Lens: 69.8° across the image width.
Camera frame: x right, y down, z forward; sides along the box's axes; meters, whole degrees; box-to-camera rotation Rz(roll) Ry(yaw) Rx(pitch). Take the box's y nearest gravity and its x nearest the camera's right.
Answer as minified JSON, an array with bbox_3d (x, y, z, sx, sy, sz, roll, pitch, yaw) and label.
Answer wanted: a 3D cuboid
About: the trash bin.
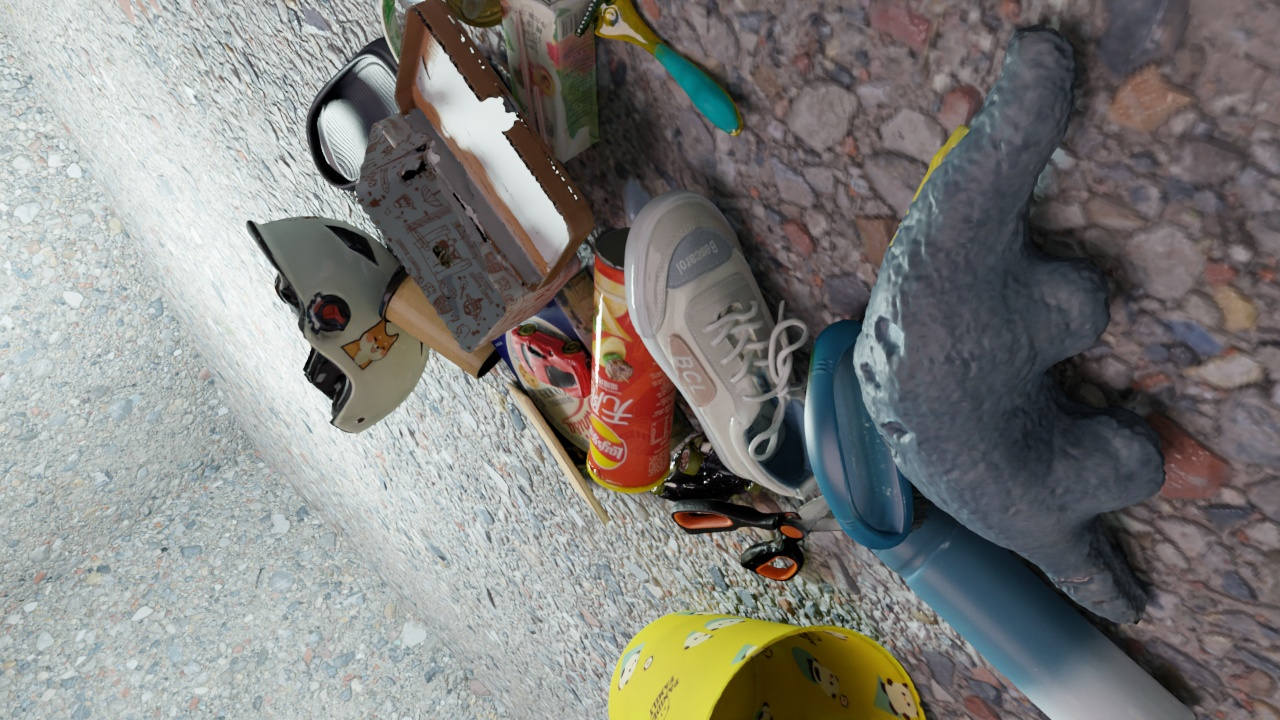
[{"bbox_3d":[0.100,0.349,0.873,0.229,0.229,0.256,56,158,-9],"label":"trash bin"}]

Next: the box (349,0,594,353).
[{"bbox_3d":[-0.119,-0.124,0.675,0.177,0.082,0.261,54,153,1],"label":"box"}]

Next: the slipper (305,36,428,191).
[{"bbox_3d":[-0.282,-0.224,0.885,0.269,0.083,0.111,-12,112,58],"label":"slipper"}]

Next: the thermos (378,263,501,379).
[{"bbox_3d":[-0.211,-0.048,0.991,0.143,0.092,0.093,39,151,5],"label":"thermos"}]

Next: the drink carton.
[{"bbox_3d":[-0.061,-0.198,0.621,0.053,0.045,0.123,36,150,24],"label":"drink carton"}]

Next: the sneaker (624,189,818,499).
[{"bbox_3d":[0.065,0.001,0.621,0.091,0.089,0.242,37,157,57],"label":"sneaker"}]

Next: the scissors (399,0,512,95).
[{"bbox_3d":[-0.160,-0.254,0.738,0.159,0.014,0.181,32,146,33],"label":"scissors"}]

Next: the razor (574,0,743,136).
[{"bbox_3d":[0.016,-0.178,0.549,0.132,0.028,0.043,45,121,16],"label":"razor"}]

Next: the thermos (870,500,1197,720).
[{"bbox_3d":[0.243,0.168,0.594,0.220,0.070,0.070,43,152,16],"label":"thermos"}]

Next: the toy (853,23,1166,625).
[{"bbox_3d":[0.187,0.016,0.478,0.138,0.091,0.356,-11,120,29],"label":"toy"}]

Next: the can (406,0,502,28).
[{"bbox_3d":[-0.135,-0.273,0.611,0.111,0.075,0.075,31,147,34],"label":"can"}]

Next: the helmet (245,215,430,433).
[{"bbox_3d":[-0.339,-0.058,1.090,0.230,0.156,0.274,26,135,59],"label":"helmet"}]

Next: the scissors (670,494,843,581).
[{"bbox_3d":[0.124,0.143,0.771,0.225,0.021,0.204,3,143,35],"label":"scissors"}]

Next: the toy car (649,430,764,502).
[{"bbox_3d":[0.055,0.098,0.795,0.070,0.042,0.158,18,154,-12],"label":"toy car"}]

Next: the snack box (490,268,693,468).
[{"bbox_3d":[-0.056,0.015,0.874,0.182,0.045,0.178,56,151,-9],"label":"snack box"}]

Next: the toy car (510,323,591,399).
[{"bbox_3d":[-0.081,0.001,0.813,0.106,0.031,0.049,24,140,43],"label":"toy car"}]

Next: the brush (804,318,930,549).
[{"bbox_3d":[0.132,0.046,0.558,0.055,0.073,0.144,-6,95,49],"label":"brush"}]

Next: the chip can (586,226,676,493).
[{"bbox_3d":[-0.004,0.004,0.710,0.073,0.073,0.217,33,136,31],"label":"chip can"}]

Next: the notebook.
[{"bbox_3d":[-0.093,0.092,0.988,0.149,0.012,0.211,58,171,-9],"label":"notebook"}]

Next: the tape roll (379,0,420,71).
[{"bbox_3d":[-0.181,-0.261,0.737,0.086,0.013,0.086,38,146,31],"label":"tape roll"}]
